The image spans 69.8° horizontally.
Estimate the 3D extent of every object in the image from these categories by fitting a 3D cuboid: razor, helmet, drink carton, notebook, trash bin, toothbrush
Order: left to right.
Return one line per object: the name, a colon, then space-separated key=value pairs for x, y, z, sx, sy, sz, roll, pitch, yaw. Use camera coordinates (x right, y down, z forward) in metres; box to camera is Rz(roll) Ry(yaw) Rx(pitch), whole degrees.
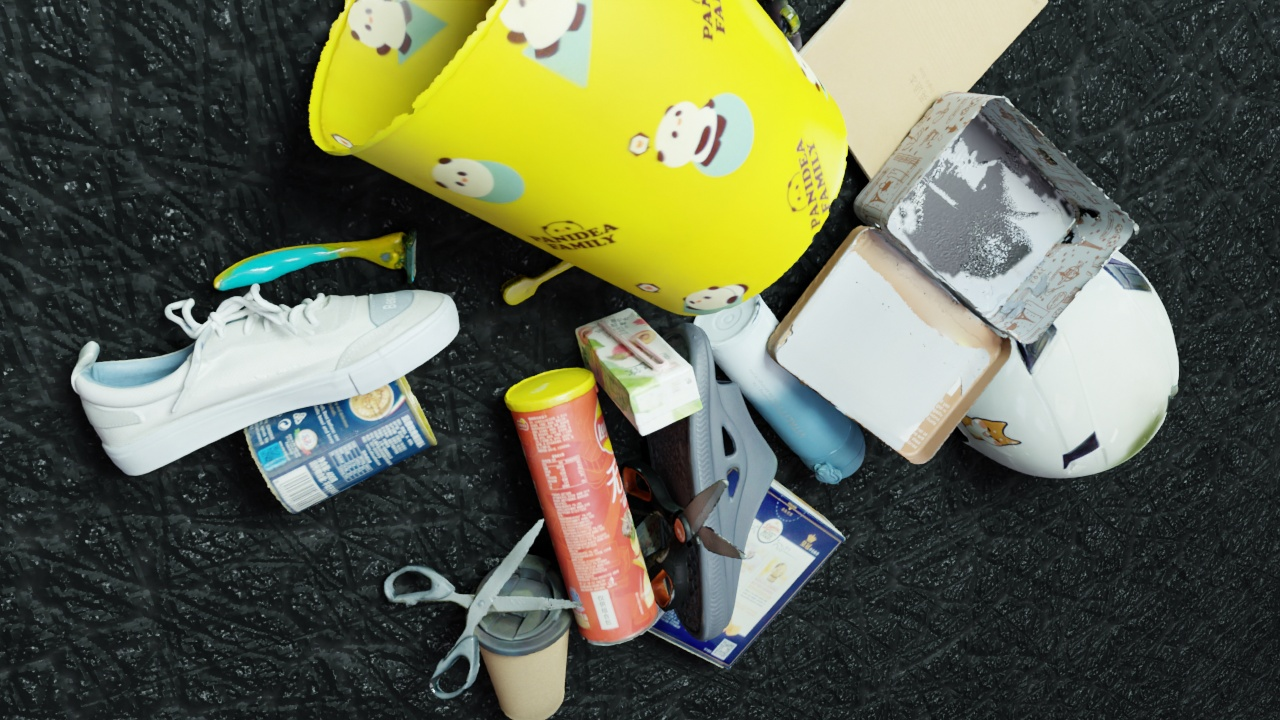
razor: x=-0.216 y=-0.065 z=0.616 sx=0.132 sy=0.028 sz=0.043 roll=-12 pitch=150 yaw=-22
trash bin: x=-0.022 y=-0.160 z=0.549 sx=0.255 sy=0.229 sz=0.230 roll=29 pitch=100 yaw=-38
toothbrush: x=-0.023 y=-0.095 z=0.701 sx=0.190 sy=0.016 sz=0.016 roll=-31 pitch=123 yaw=-10
drink carton: x=-0.004 y=0.004 z=0.695 sx=0.053 sy=0.122 sz=0.045 roll=-23 pitch=120 yaw=-12
notebook: x=0.224 y=-0.259 z=0.718 sx=0.211 sy=0.012 sz=0.149 roll=-48 pitch=129 yaw=1
helmet: x=0.408 y=0.004 z=0.869 sx=0.230 sy=0.157 sz=0.274 roll=-31 pitch=124 yaw=-9

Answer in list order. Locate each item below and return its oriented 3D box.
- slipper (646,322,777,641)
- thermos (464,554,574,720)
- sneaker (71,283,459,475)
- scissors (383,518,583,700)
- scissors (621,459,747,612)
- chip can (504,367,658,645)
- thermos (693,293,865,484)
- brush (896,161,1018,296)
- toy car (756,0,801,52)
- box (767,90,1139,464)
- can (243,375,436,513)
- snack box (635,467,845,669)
slipper: x=0.061 y=0.097 z=0.759 sx=0.083 sy=0.111 sz=0.268 roll=-9 pitch=103 yaw=-20
thermos: x=-0.100 y=0.247 z=0.799 sx=0.093 sy=0.093 sz=0.143 roll=-15 pitch=129 yaw=-18
sneaker: x=-0.244 y=-0.013 z=0.601 sx=0.242 sy=0.089 sz=0.091 roll=-21 pitch=118 yaw=-7
scissors: x=-0.131 y=0.193 z=0.731 sx=0.181 sy=0.159 sz=0.014 roll=-65 pitch=164 yaw=9
scissors: x=0.023 y=0.125 z=0.721 sx=0.021 sy=0.204 sz=0.225 roll=-12 pitch=137 yaw=-20
chip can: x=-0.043 y=0.117 z=0.730 sx=0.073 sy=0.073 sz=0.217 roll=-20 pitch=105 yaw=-16
thermos: x=0.129 y=0.028 z=0.804 sx=0.070 sy=0.070 sz=0.220 roll=-43 pitch=124 yaw=0
brush: x=0.267 y=-0.120 z=0.804 sx=0.073 sy=0.055 sz=0.144 roll=24 pitch=103 yaw=-14
toy car: x=0.063 y=-0.254 z=0.643 sx=0.070 sy=0.042 sz=0.158 roll=-40 pitch=132 yaw=-3
box: x=0.240 y=-0.062 z=0.743 sx=0.177 sy=0.082 sz=0.261 roll=35 pitch=99 yaw=-17
can: x=-0.212 y=0.051 z=0.649 sx=0.111 sy=0.075 sz=0.075 roll=-27 pitch=123 yaw=-10
snack box: x=0.078 y=0.190 z=0.874 sx=0.178 sy=0.046 sz=0.182 roll=37 pitch=96 yaw=-34
